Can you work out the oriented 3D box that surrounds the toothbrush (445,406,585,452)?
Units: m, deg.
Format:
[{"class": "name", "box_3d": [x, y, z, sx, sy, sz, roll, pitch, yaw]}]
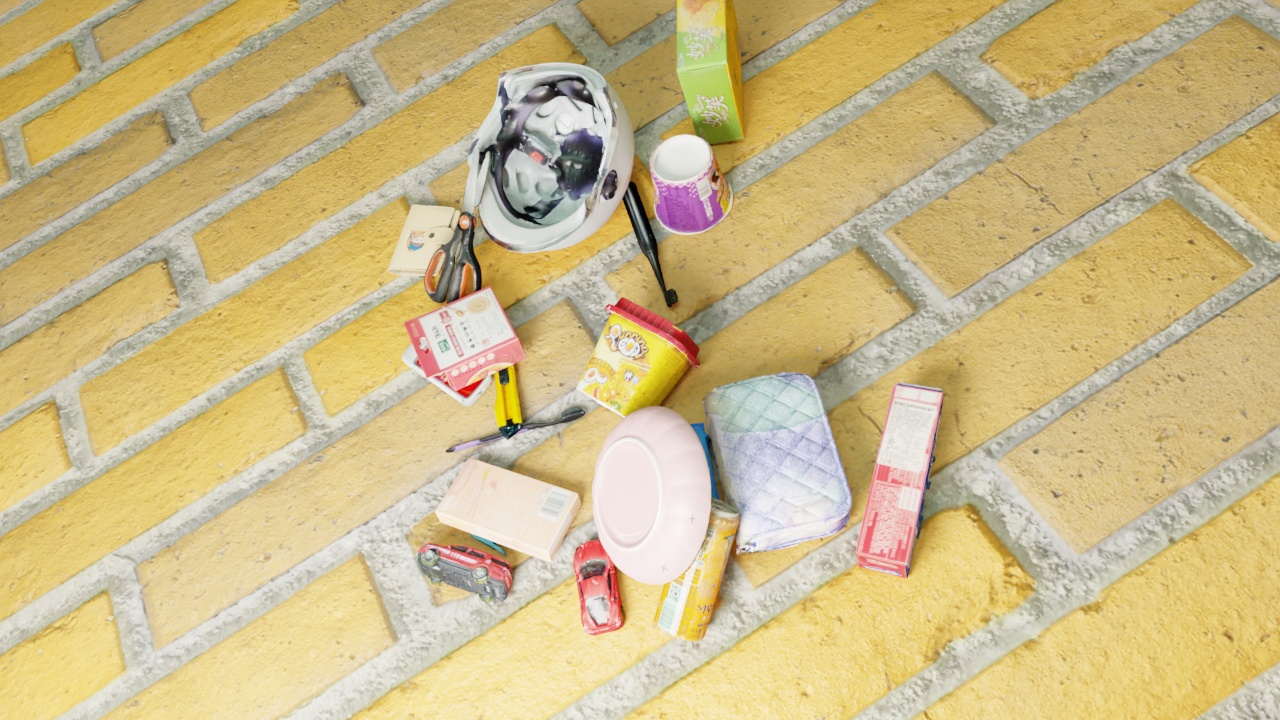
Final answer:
[{"class": "toothbrush", "box_3d": [-0.160, 0.089, 1.167, 0.189, 0.014, 0.016, -16, 53, 6]}]

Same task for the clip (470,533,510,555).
[{"class": "clip", "box_3d": [-0.179, 0.214, 1.105, 0.056, 0.014, 0.040, 28, 73, 25]}]

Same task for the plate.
[{"class": "plate", "box_3d": [0.000, 0.144, 0.990, 0.193, 0.039, 0.192, -11, 76, 52]}]

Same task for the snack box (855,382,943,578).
[{"class": "snack box", "box_3d": [0.287, 0.129, 1.005, 0.058, 0.057, 0.207, 10, 66, 22]}]

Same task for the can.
[{"class": "can", "box_3d": [0.060, 0.222, 0.981, 0.058, 0.058, 0.146, 18, 96, 22]}]

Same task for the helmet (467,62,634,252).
[{"class": "helmet", "box_3d": [-0.106, -0.266, 1.258, 0.229, 0.145, 0.258, 13, 94, 28]}]

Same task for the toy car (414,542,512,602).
[{"class": "toy car", "box_3d": [-0.206, 0.244, 1.075, 0.120, 0.053, 0.045, 13, 45, 14]}]

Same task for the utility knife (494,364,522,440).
[{"class": "utility knife", "box_3d": [-0.181, 0.015, 1.203, 0.033, 0.015, 0.206, -14, 54, 0]}]

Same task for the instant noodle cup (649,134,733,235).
[{"class": "instant noodle cup", "box_3d": [0.062, -0.242, 1.234, 0.112, 0.099, 0.111, -7, 60, 12]}]

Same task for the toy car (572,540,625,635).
[{"class": "toy car", "box_3d": [-0.049, 0.255, 1.038, 0.049, 0.031, 0.106, -13, 63, 6]}]

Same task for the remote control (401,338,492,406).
[{"class": "remote control", "box_3d": [-0.261, 0.009, 1.230, 0.136, 0.020, 0.055, 32, 75, 26]}]

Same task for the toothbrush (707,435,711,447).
[{"class": "toothbrush", "box_3d": [0.021, 0.151, 1.086, 0.181, 0.018, 0.015, -42, 54, -11]}]

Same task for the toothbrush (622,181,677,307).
[{"class": "toothbrush", "box_3d": [0.011, -0.159, 1.245, 0.027, 0.026, 0.212, -32, 58, 21]}]

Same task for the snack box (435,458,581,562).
[{"class": "snack box", "box_3d": [-0.158, 0.177, 1.102, 0.157, 0.026, 0.084, 15, 54, 21]}]

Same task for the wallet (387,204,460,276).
[{"class": "wallet", "box_3d": [-0.314, -0.176, 1.340, 0.087, 0.024, 0.115, 6, 64, 16]}]

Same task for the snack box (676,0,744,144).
[{"class": "snack box", "box_3d": [0.099, -0.434, 1.290, 0.070, 0.158, 0.209, -5, 62, 13]}]

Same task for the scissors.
[{"class": "scissors", "box_3d": [-0.252, -0.179, 1.253, 0.163, 0.021, 0.234, 0, 96, 34]}]

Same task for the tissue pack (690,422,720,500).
[{"class": "tissue pack", "box_3d": [0.042, 0.149, 1.050, 0.095, 0.052, 0.157, -10, 69, -3]}]

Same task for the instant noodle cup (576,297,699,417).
[{"class": "instant noodle cup", "box_3d": [-0.007, 0.007, 1.120, 0.116, 0.116, 0.123, 29, 85, 25]}]

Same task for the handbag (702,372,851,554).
[{"class": "handbag", "box_3d": [0.153, 0.114, 1.035, 0.134, 0.076, 0.193, -11, 59, 1]}]

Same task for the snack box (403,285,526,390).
[{"class": "snack box", "box_3d": [-0.231, -0.026, 1.205, 0.127, 0.044, 0.113, -25, 51, -9]}]
